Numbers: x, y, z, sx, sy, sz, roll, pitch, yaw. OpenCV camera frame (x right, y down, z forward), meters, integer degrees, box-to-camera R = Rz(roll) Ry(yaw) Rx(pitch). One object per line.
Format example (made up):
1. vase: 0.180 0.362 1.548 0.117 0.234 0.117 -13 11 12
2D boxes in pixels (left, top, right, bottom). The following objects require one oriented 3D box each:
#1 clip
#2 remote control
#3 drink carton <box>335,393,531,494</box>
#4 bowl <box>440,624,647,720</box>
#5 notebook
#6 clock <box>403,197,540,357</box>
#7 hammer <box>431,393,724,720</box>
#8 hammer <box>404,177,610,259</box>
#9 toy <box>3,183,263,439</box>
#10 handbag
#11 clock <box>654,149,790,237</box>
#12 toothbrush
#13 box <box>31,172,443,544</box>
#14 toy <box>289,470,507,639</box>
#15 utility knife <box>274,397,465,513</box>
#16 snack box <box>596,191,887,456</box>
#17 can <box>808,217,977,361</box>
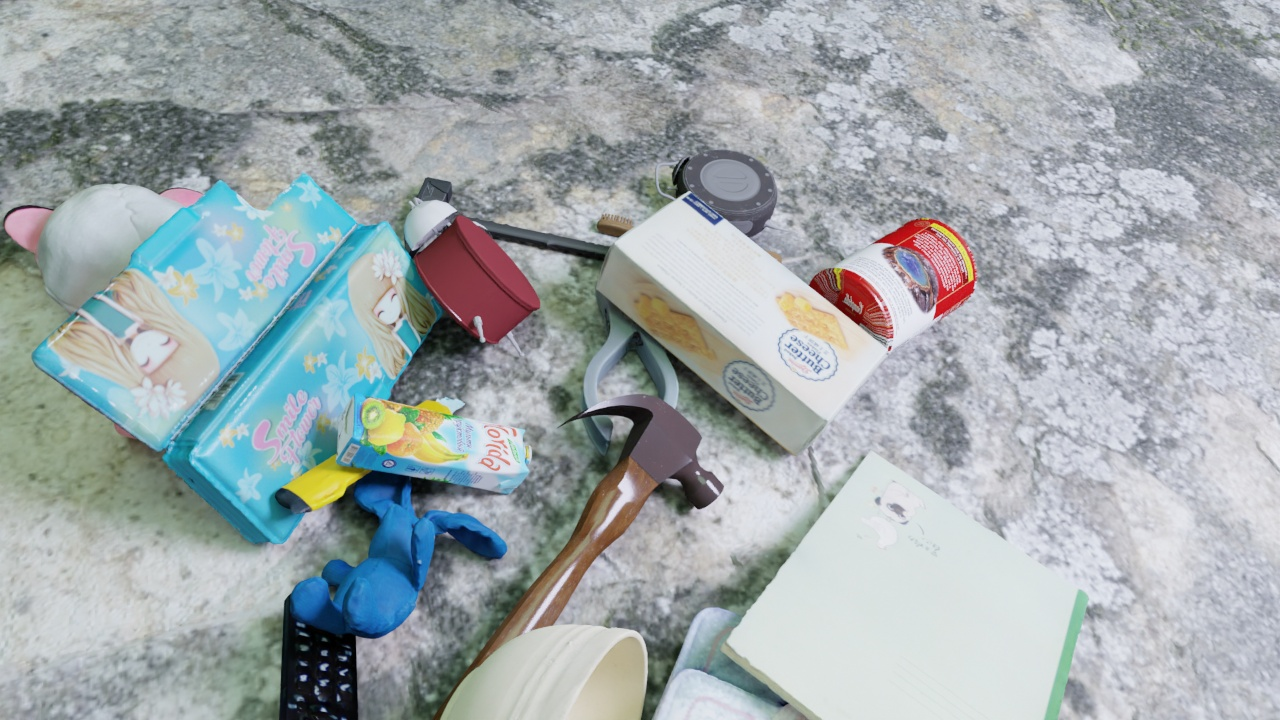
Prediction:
1. clip: 0.009 0.006 0.712 0.107 0.028 0.163 7 52 -7
2. remote control: -0.179 0.198 0.504 0.047 0.022 0.150 33 23 -37
3. drink carton: -0.135 0.057 0.611 0.128 0.039 0.044 15 45 -30
4. bowl: -0.059 0.202 0.474 0.075 0.151 0.150 15 49 19
5. notebook: 0.181 0.163 0.577 0.182 0.010 0.251 35 36 17
6. clock: -0.130 -0.069 0.699 0.048 0.096 0.137 -40 72 8
7. hammer: -0.061 0.148 0.568 0.115 0.033 0.322 44 58 -10
8. hammer: -0.039 -0.090 0.788 0.325 0.015 0.094 11 50 -1
9. toy: -0.348 -0.050 0.657 0.141 0.084 0.213 -25 63 -27
10. handbag: 0.082 0.228 0.522 0.158 0.069 0.126 24 53 6
11. clock: 0.072 -0.148 0.833 0.122 0.044 0.091 3 53 -7
12. toothbrush: 0.044 -0.105 0.812 0.167 0.016 0.016 13 56 1
13. box: -0.240 -0.021 0.606 0.056 0.185 0.226 -10 40 36
14. toy: -0.146 0.121 0.552 0.113 0.071 0.176 6 16 4
15. utility knife: -0.176 0.059 0.620 0.030 0.017 0.162 30 39 18
16. snack box: 0.077 -0.032 0.709 0.208 0.058 0.104 40 50 11
17. can: 0.206 -0.057 0.756 0.116 0.087 0.086 -30 62 -29
